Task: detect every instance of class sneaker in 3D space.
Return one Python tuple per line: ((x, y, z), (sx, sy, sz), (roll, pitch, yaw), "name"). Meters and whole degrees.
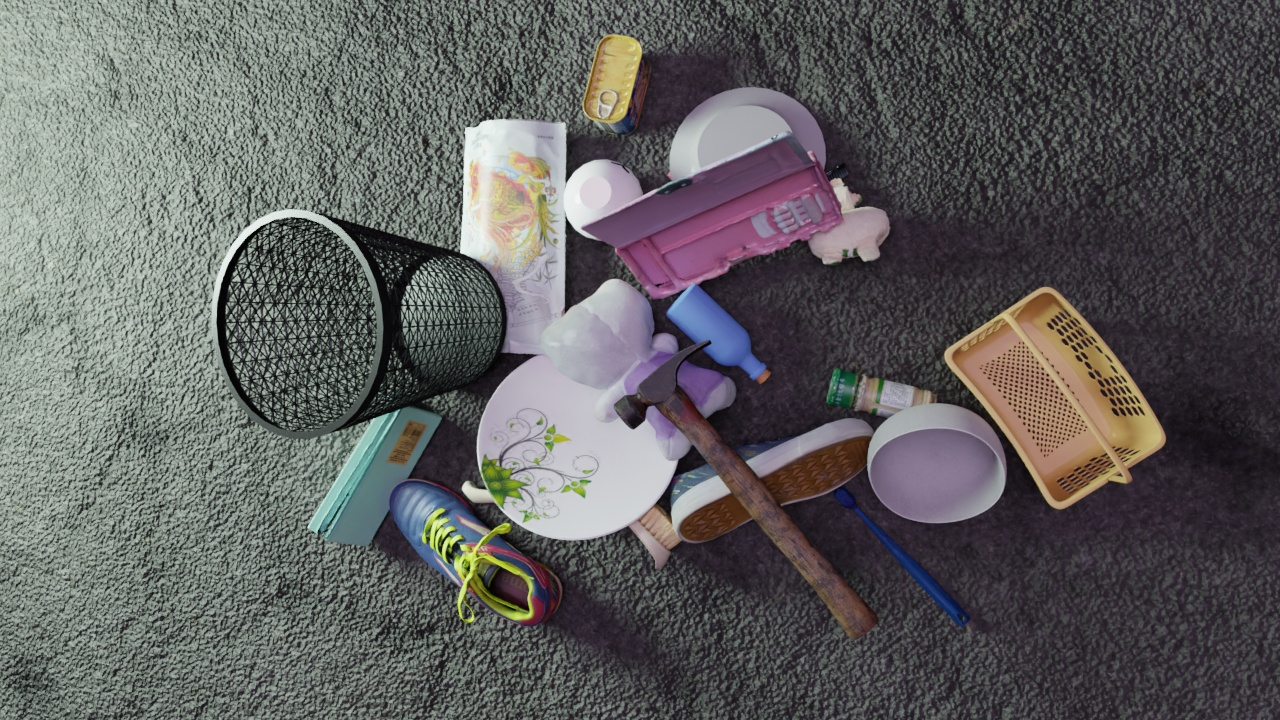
((0.135, 0.111, 0.982), (0.235, 0.087, 0.079), (-24, 43, 2), "sneaker")
((-0.197, 0.212, 1.041), (0.242, 0.091, 0.116), (32, 96, 13), "sneaker")

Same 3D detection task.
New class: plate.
((-0.068, 0.092, 1.034), (0.229, 0.030, 0.229), (-2, 67, 5), "plate")
((0.118, -0.229, 1.015), (0.173, 0.019, 0.172), (-2, 76, 9), "plate")

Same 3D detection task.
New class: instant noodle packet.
((-0.153, -0.142, 1.070), (0.147, 0.057, 0.269), (2, 89, 21), "instant noodle packet")

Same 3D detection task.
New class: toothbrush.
((0.150, -0.162, 1.024), (0.188, 0.014, 0.017), (-33, 88, 9), "toothbrush")
((0.275, 0.206, 0.973), (0.016, 0.017, 0.190), (-45, 79, 7), "toothbrush")

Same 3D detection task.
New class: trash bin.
((-0.278, -0.040, 0.978), (0.217, 0.242, 0.217), (2, 94, 25), "trash bin")

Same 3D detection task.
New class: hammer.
((0.122, 0.132, 0.914), (0.120, 0.033, 0.330), (-41, 83, 5), "hammer")

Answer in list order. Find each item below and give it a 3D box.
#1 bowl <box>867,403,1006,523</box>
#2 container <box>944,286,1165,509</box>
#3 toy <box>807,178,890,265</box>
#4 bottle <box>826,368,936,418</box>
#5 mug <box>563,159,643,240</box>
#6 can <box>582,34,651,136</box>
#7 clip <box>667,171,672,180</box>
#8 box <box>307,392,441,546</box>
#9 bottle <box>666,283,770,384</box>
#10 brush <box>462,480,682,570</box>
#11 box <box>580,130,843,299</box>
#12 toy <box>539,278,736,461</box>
((0.300, 0.097, 0.934), (0.132, 0.064, 0.132), (8, 128, 10), "bowl")
((0.396, 0.033, 0.880), (0.129, 0.167, 0.183), (-35, 80, 8), "container")
((0.223, -0.141, 0.988), (0.087, 0.050, 0.112), (-17, 50, 15), "toy")
((0.255, 0.039, 0.974), (0.110, 0.042, 0.042), (13, 90, 12), "bottle")
((-0.028, -0.170, 1.032), (0.124, 0.076, 0.090), (36, 95, 12), "mug")
((-0.025, -0.312, 1.048), (0.054, 0.059, 0.100), (15, 90, 13), "can")
((0.060, -0.209, 1.043), (0.057, 0.022, 0.035), (30, 97, 14), "clip")
((-0.306, 0.134, 1.084), (0.079, 0.077, 0.189), (32, 92, -4), "box")
((0.091, -0.024, 1.009), (0.131, 0.048, 0.048), (43, 96, -4), "bottle")
((-0.080, 0.171, 1.039), (0.272, 0.062, 0.077), (11, 62, 18), "brush")
((0.075, -0.155, 0.947), (0.233, 0.180, 0.055), (-20, 59, 21), "box")
((-0.006, 0.006, 1.001), (0.209, 0.086, 0.137), (40, 75, 13), "toy")
